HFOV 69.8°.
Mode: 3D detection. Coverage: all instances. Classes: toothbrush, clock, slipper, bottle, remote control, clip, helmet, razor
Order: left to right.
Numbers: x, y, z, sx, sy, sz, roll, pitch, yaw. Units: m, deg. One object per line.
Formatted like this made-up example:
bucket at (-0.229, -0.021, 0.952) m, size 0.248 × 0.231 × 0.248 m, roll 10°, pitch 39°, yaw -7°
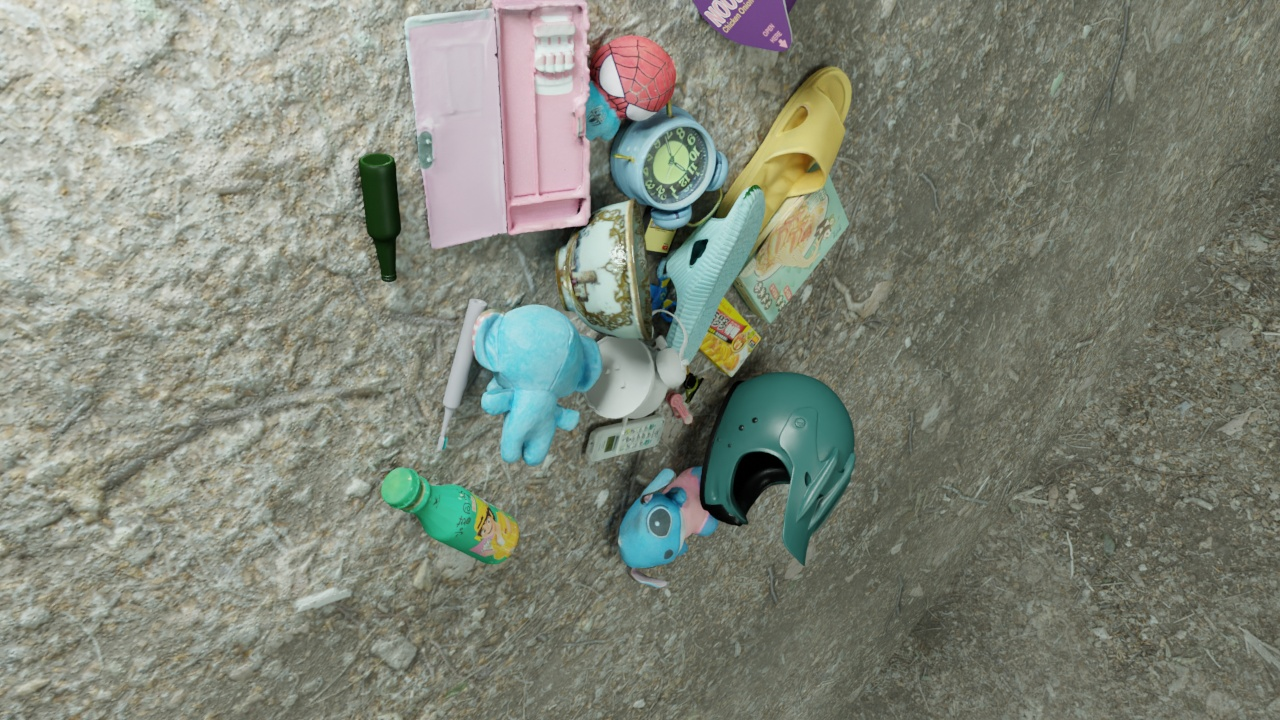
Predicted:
bottle at (-0.239, -0.129, 0.853) m, size 0.033 × 0.033 × 0.123 m, roll -24°, pitch 134°, yaw -34°
bottle at (-0.223, 0.182, 1.081) m, size 0.068 × 0.068 × 0.209 m, roll -50°, pitch 143°, yaw -5°
toothbrush at (-0.202, 0.020, 1.019) m, size 0.019 × 0.018 × 0.188 m, roll -3°, pitch 120°, yaw -44°
remote control at (-0.021, 0.105, 1.276) m, size 0.133 × 0.022 × 0.050 m, roll -9°, pitch 124°, yaw -43°
clock at (-0.007, 0.007, 1.143) m, size 0.159 × 0.120 × 0.061 m, roll -51°, pitch 149°, yaw 14°
remote control at (0.034, -0.191, 1.114) m, size 0.058 × 0.013 × 0.134 m, roll 0°, pitch 118°, yaw -47°
clock at (0.038, -0.217, 1.044) m, size 0.118 × 0.060 × 0.162 m, roll -49°, pitch 133°, yaw 2°
clip at (0.054, 0.067, 1.334) m, size 0.023 × 0.045 × 0.059 m, roll -45°, pitch 108°, yaw -17°
razor at (0.060, 0.003, 1.286) m, size 0.044 × 0.021 × 0.144 m, roll -57°, pitch 148°, yaw -27°
slipper at (0.078, -0.105, 1.168) m, size 0.115 × 0.069 × 0.277 m, roll -24°, pitch 143°, yaw -59°
helmet at (0.216, 0.152, 1.366) m, size 0.176 × 0.200 × 0.274 m, roll 46°, pitch 61°, yaw -55°
slipper at (0.203, -0.255, 1.194) m, size 0.263 × 0.078 × 0.099 m, roll -52°, pitch 143°, yaw 1°

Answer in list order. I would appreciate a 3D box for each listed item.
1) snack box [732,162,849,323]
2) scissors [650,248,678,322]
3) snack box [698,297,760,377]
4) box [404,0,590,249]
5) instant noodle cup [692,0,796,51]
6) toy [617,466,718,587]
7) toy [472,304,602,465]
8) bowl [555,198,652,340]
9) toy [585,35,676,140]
snack box at (0.207, -0.165, 1.294) m, size 0.193 × 0.044 × 0.141 m, roll -51°, pitch 144°, yaw -5°
scissors at (0.027, -0.086, 1.189) m, size 0.125 × 0.013 × 0.126 m, roll 16°, pitch 101°, yaw -53°
snack box at (0.115, -0.037, 1.310) m, size 0.075 × 0.025 × 0.152 m, roll -53°, pitch 143°, yaw -1°
box at (-0.133, -0.228, 0.890) m, size 0.179 × 0.040 × 0.233 m, roll -12°, pitch 129°, yaw -21°
instant noodle cup at (0.139, -0.417, 0.971) m, size 0.137 × 0.122 × 0.121 m, roll 40°, pitch 72°, yaw -9°
toy at (0.045, 0.233, 1.389) m, size 0.190 × 0.099 × 0.224 m, roll -27°, pitch 132°, yaw -40°
toy at (-0.126, 0.026, 1.035) m, size 0.183 × 0.115 × 0.180 m, roll 16°, pitch 85°, yaw -46°
bowl at (-0.042, -0.096, 1.022) m, size 0.094 × 0.159 × 0.160 m, roll -6°, pitch 134°, yaw 5°
toy at (-0.024, -0.278, 0.948) m, size 0.133 × 0.062 × 0.092 m, roll -39°, pitch 128°, yaw 4°
